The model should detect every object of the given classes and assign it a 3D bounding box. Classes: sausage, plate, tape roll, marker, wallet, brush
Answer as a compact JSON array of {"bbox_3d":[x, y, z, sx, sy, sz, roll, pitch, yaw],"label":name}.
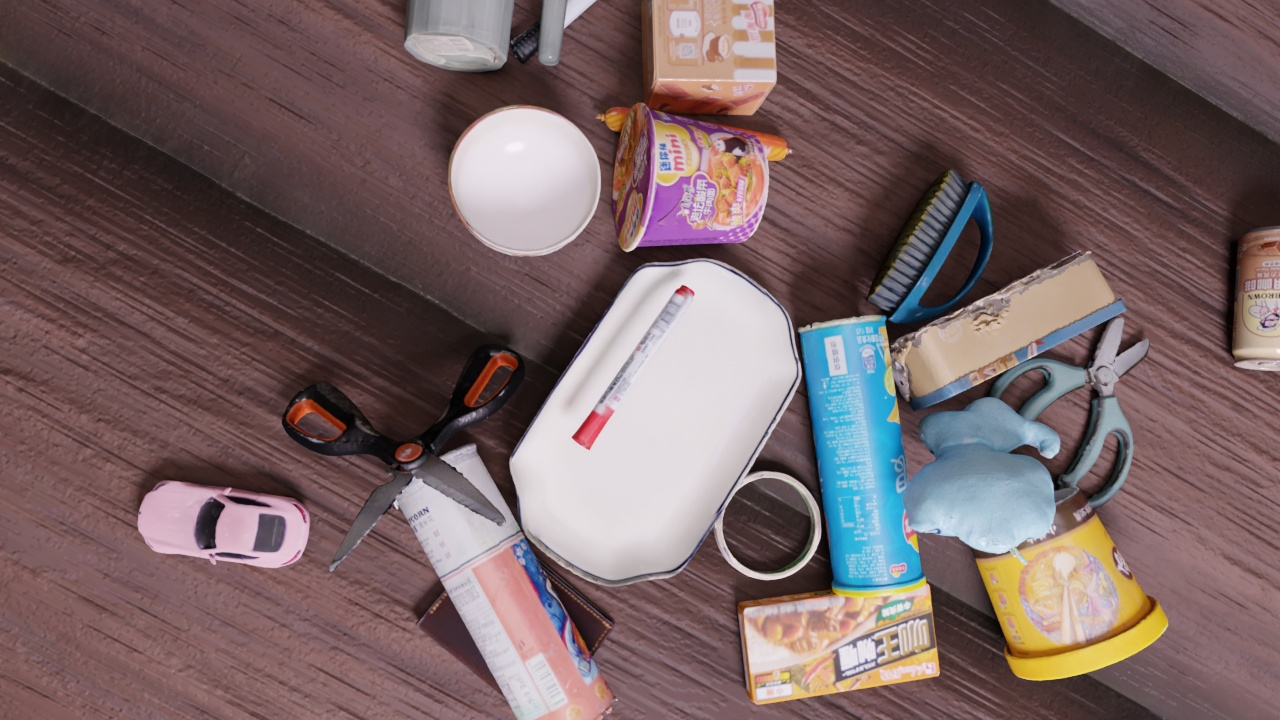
[{"bbox_3d":[0.045,-0.185,0.748,0.165,0.021,0.021,9,84,-6],"label":"sausage"},{"bbox_3d":[0.012,0.046,0.719,0.162,0.034,0.265,33,82,-4],"label":"plate"},{"bbox_3d":[0.101,0.131,0.734,0.086,0.014,0.085,1,85,-7],"label":"tape roll"},{"bbox_3d":[-0.004,0.004,0.694,0.017,0.017,0.145,35,82,-3],"label":"marker"},{"bbox_3d":[-0.055,-0.291,0.746,0.130,0.018,0.022,-45,100,-8],"label":"marker"},{"bbox_3d":[-0.094,0.202,0.702,0.122,0.020,0.096,40,77,-1],"label":"wallet"},{"bbox_3d":[0.241,-0.086,0.740,0.073,0.055,0.143,32,71,4],"label":"brush"}]

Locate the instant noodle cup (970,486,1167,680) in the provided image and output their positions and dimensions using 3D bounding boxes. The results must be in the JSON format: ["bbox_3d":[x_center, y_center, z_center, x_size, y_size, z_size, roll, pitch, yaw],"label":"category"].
[{"bbox_3d":[0.320,0.168,0.711,0.118,0.118,0.114,-22,80,-8],"label":"instant noodle cup"}]

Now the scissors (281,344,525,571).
[{"bbox_3d":[-0.165,0.054,0.643,0.221,0.022,0.232,11,40,23],"label":"scissors"}]

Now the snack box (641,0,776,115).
[{"bbox_3d":[0.052,-0.251,0.726,0.094,0.077,0.092,-1,85,-6],"label":"snack box"}]

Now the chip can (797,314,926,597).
[{"bbox_3d":[0.172,0.073,0.719,0.071,0.071,0.210,-6,85,-8],"label":"chip can"}]

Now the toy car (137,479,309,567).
[{"bbox_3d":[-0.306,0.120,0.674,0.122,0.037,0.056,9,83,-5],"label":"toy car"}]

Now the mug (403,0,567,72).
[{"bbox_3d":[-0.117,-0.283,0.705,0.124,0.084,0.103,6,87,-4],"label":"mug"}]

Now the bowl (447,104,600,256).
[{"bbox_3d":[-0.089,-0.133,0.707,0.113,0.062,0.113,0,87,-7],"label":"bowl"}]

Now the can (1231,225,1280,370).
[{"bbox_3d":[0.539,-0.052,0.779,0.058,0.058,0.116,7,84,-6],"label":"can"}]

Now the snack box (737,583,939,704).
[{"bbox_3d":[0.156,0.221,0.727,0.153,0.026,0.075,-6,87,-7],"label":"snack box"}]

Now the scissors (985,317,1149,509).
[{"bbox_3d":[0.356,0.031,0.771,0.172,0.019,0.176,19,85,-4],"label":"scissors"}]

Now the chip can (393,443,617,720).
[{"bbox_3d":[-0.099,0.169,0.662,0.071,0.071,0.214,-30,84,-8],"label":"chip can"}]

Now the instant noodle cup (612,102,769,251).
[{"bbox_3d":[0.039,-0.136,0.705,0.099,0.112,0.111,2,85,-14],"label":"instant noodle cup"}]

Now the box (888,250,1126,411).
[{"bbox_3d":[0.291,-0.026,0.732,0.184,0.090,0.062,-23,82,-7],"label":"box"}]

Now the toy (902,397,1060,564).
[{"bbox_3d":[0.257,0.086,0.685,0.161,0.156,0.050,-12,125,-13],"label":"toy"}]
